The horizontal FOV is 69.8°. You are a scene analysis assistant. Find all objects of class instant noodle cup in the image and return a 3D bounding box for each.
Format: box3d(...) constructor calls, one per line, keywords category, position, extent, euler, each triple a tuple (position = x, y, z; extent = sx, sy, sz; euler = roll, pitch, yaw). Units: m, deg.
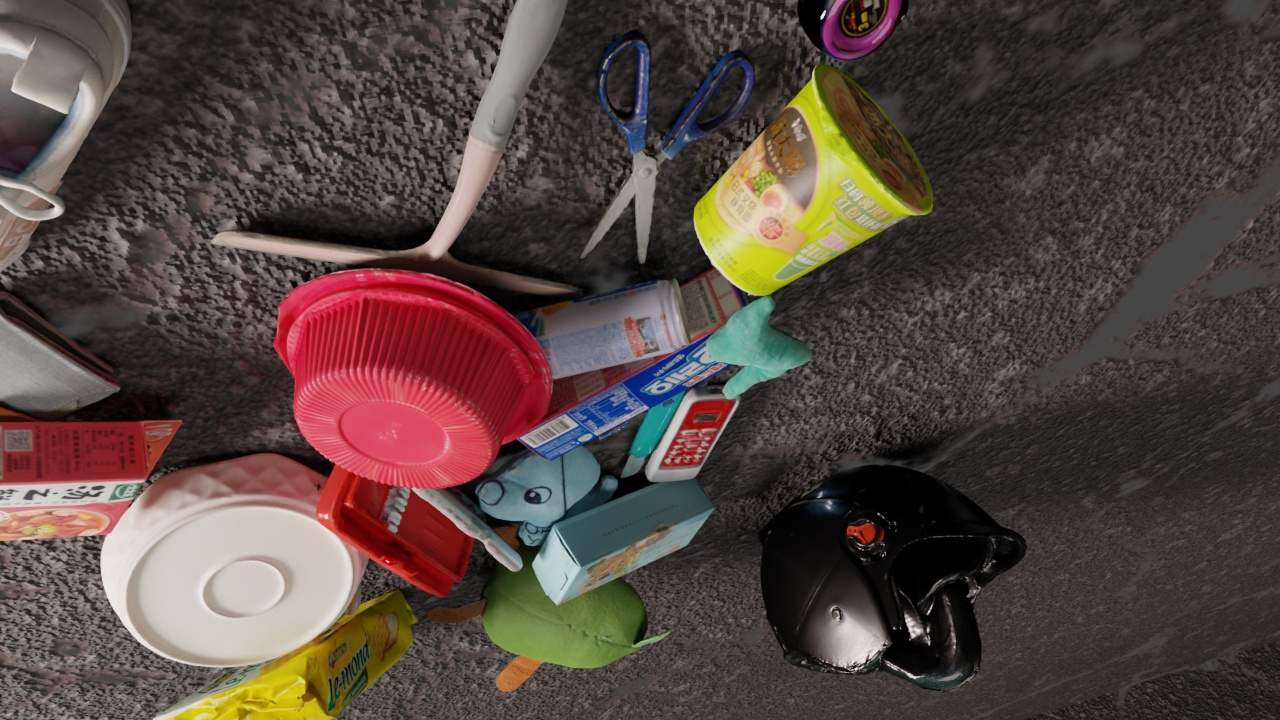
box3d(category="instant noodle cup", position=(0.102, -0.104, 0.588), extent=(0.111, 0.111, 0.124), euler=(18, 137, -40))
box3d(category="instant noodle cup", position=(-0.159, 0.027, 0.621), extent=(0.194, 0.065, 0.194), euler=(5, 140, 4))

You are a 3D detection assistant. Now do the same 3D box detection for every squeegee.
box3d(category="squeegee", position=(-0.093, -0.123, 0.528), extent=(0.247, 0.040, 0.250), euler=(7, 136, -31))

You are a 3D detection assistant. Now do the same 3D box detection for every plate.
box3d(category="plate", position=(-0.322, 0.172, 0.747), extent=(0.204, 0.045, 0.205), euler=(-11, 124, -18))

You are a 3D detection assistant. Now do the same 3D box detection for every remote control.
box3d(category="remote control", position=(0.047, 0.071, 0.856), extent=(0.055, 0.020, 0.136), euler=(-1, 140, -24))

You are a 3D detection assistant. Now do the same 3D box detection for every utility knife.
box3d(category="utility knife", position=(0.014, 0.050, 0.819), extent=(0.029, 0.013, 0.187), euler=(1, 137, -23))

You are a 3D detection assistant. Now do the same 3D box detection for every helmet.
box3d(category="helmet", position=(0.253, 0.220, 0.967), extent=(0.275, 0.230, 0.233), euler=(-43, 139, 18))

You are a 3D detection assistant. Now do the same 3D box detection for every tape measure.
box3d(category="tape measure", position=(0.118, -0.202, 0.518), extent=(0.058, 0.039, 0.057), euler=(-38, 140, 16))

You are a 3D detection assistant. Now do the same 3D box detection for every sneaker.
box3d(category="sneaker", position=(-0.324, -0.080, 0.436), extent=(0.243, 0.090, 0.089), euler=(-37, 139, 24))

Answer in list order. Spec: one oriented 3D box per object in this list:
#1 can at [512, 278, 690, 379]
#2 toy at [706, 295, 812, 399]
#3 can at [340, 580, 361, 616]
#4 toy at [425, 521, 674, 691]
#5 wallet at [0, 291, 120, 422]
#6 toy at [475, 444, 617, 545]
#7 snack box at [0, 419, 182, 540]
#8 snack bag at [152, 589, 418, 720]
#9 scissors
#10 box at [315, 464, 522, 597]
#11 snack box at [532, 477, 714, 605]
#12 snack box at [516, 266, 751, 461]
box3d(category="can", position=(-0.034, -0.020, 0.657), extent=(0.135, 0.053, 0.053), euler=(-13, 145, 8))
box3d(category="toy", position=(0.085, -0.005, 0.671), extent=(0.091, 0.030, 0.097), euler=(21, 131, -40))
box3d(category="can", position=(-0.318, 0.208, 0.838), extent=(0.116, 0.058, 0.059), euler=(2, 139, -25))
box3d(category="toy", position=(-0.089, 0.254, 0.957), extent=(0.246, 0.090, 0.227), euler=(31, 101, -28))
box3d(category="wallet", position=(-0.413, 0.018, 0.569), extent=(0.130, 0.037, 0.106), euler=(-22, 143, 4))
box3d(category="toy", position=(-0.081, 0.118, 0.833), extent=(0.161, 0.050, 0.157), euler=(-12, 138, -34))
box3d(category="snack box", position=(-0.391, 0.083, 0.623), extent=(0.127, 0.044, 0.113), euler=(3, 151, -40))
box3d(category="snack bag", position=(-0.317, 0.297, 0.859), extent=(0.158, 0.068, 0.246), euler=(-24, 177, 7))
box3d(category="scissors", position=(0.004, -0.132, 0.573), extent=(0.162, 0.012, 0.163), euler=(-34, 138, 13))
box3d(category="box", position=(-0.170, 0.136, 0.776), extent=(0.099, 0.095, 0.201), euler=(5, 151, 23))
box3d(category="snack box", position=(-0.015, 0.170, 0.890), extent=(0.174, 0.051, 0.074), euler=(-16, 148, -36))
box3d(category="snack box", position=(-0.004, 0.004, 0.714), extent=(0.208, 0.058, 0.057), euler=(-29, 143, 13))
